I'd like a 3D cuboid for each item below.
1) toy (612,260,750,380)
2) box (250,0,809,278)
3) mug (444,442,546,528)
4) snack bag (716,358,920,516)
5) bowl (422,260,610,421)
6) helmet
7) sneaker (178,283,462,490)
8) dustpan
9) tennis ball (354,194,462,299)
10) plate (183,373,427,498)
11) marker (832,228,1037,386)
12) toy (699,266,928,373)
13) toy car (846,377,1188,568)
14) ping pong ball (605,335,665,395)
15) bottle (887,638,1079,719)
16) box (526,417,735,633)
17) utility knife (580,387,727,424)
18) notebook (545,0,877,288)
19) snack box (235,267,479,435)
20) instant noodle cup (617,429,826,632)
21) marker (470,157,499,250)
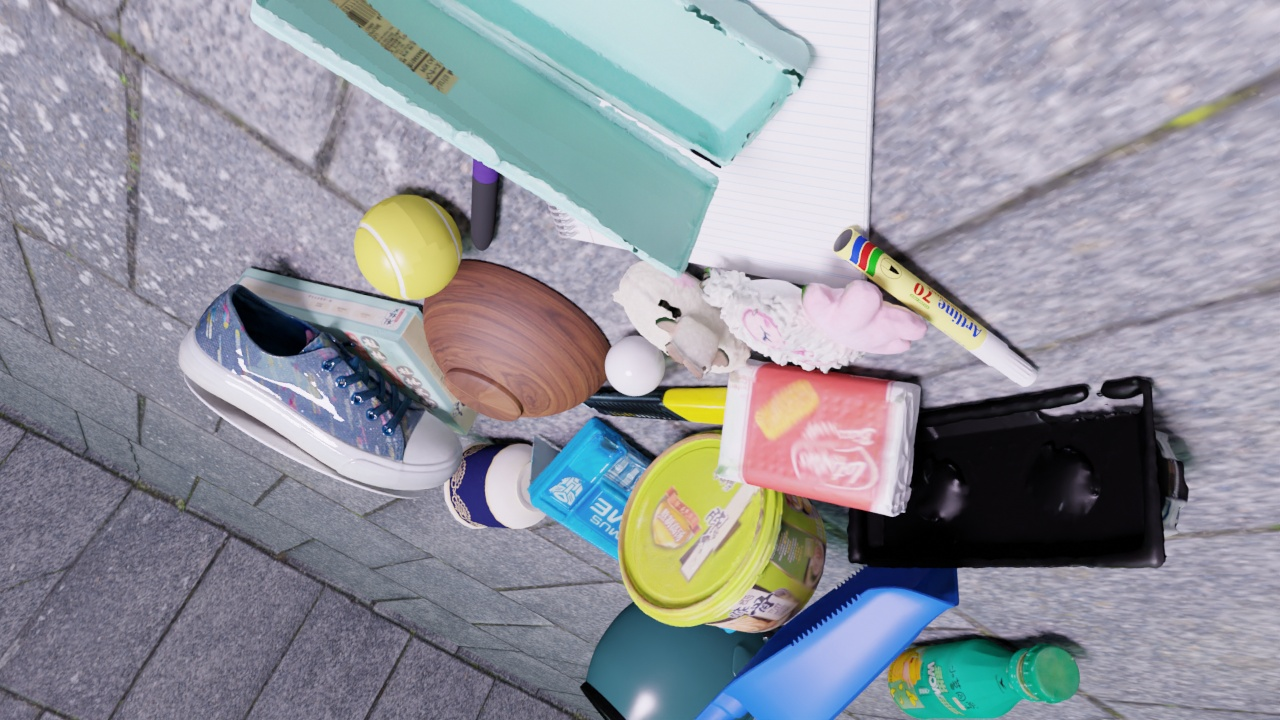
[{"bbox_3d":[0.025,-0.022,0.523,0.087,0.050,0.112,36,178,-17],"label":"toy"},{"bbox_3d":[-0.041,-0.113,0.344,0.188,0.092,0.077,30,153,-13],"label":"box"},{"bbox_3d":[-0.120,0.122,0.900,0.089,0.085,0.111,-6,175,44],"label":"mug"},{"bbox_3d":[0.105,0.043,0.549,0.116,0.077,0.036,9,-175,30],"label":"snack bag"},{"bbox_3d":[-0.100,0.001,0.660,0.147,0.068,0.147,21,153,11],"label":"bowl"},{"bbox_3d":[0.073,0.378,1.047,0.275,0.199,0.177,56,160,-20],"label":"helmet"},{"bbox_3d":[-0.242,0.022,0.725,0.235,0.087,0.079,30,120,-13],"label":"sneaker"},{"bbox_3d":[0.100,0.216,0.613,0.059,0.258,0.245,43,-171,17],"label":"dustpan"},{"bbox_3d":[-0.145,-0.070,0.573,0.065,0.065,0.065,21,153,11],"label":"tennis ball"},{"bbox_3d":[-0.286,0.051,0.816,0.229,0.030,0.229,30,179,0],"label":"plate"},{"bbox_3d":[0.147,-0.024,0.450,0.132,0.014,0.014,31,154,-20],"label":"marker"},{"bbox_3d":[0.089,-0.018,0.470,0.095,0.041,0.109,26,164,-32],"label":"toy"},{"bbox_3d":[0.211,0.073,0.521,0.071,0.094,0.192,11,162,-32],"label":"toy car"},{"bbox_3d":[-0.004,0.004,0.611,0.040,0.040,0.040,21,153,11],"label":"ping pong ball"},{"bbox_3d":[0.303,0.285,0.821,0.068,0.068,0.210,28,154,-5],"label":"bottle"},{"bbox_3d":[0.014,0.137,0.844,0.243,0.094,0.115,38,-168,-22],"label":"box"},{"bbox_3d":[0.012,0.032,0.673,0.173,0.020,0.029,-1,142,41],"label":"utility knife"},{"bbox_3d":[0.013,-0.119,0.405,0.178,0.013,0.246,14,151,20],"label":"notebook"},{"bbox_3d":[-0.247,-0.008,0.803,0.194,0.044,0.141,13,150,25],"label":"snack box"},{"bbox_3d":[0.065,0.134,0.685,0.146,0.146,0.098,-5,151,46],"label":"instant noodle cup"},{"bbox_3d":[-0.090,-0.101,0.528,0.018,0.015,0.134,51,157,12],"label":"marker"}]
